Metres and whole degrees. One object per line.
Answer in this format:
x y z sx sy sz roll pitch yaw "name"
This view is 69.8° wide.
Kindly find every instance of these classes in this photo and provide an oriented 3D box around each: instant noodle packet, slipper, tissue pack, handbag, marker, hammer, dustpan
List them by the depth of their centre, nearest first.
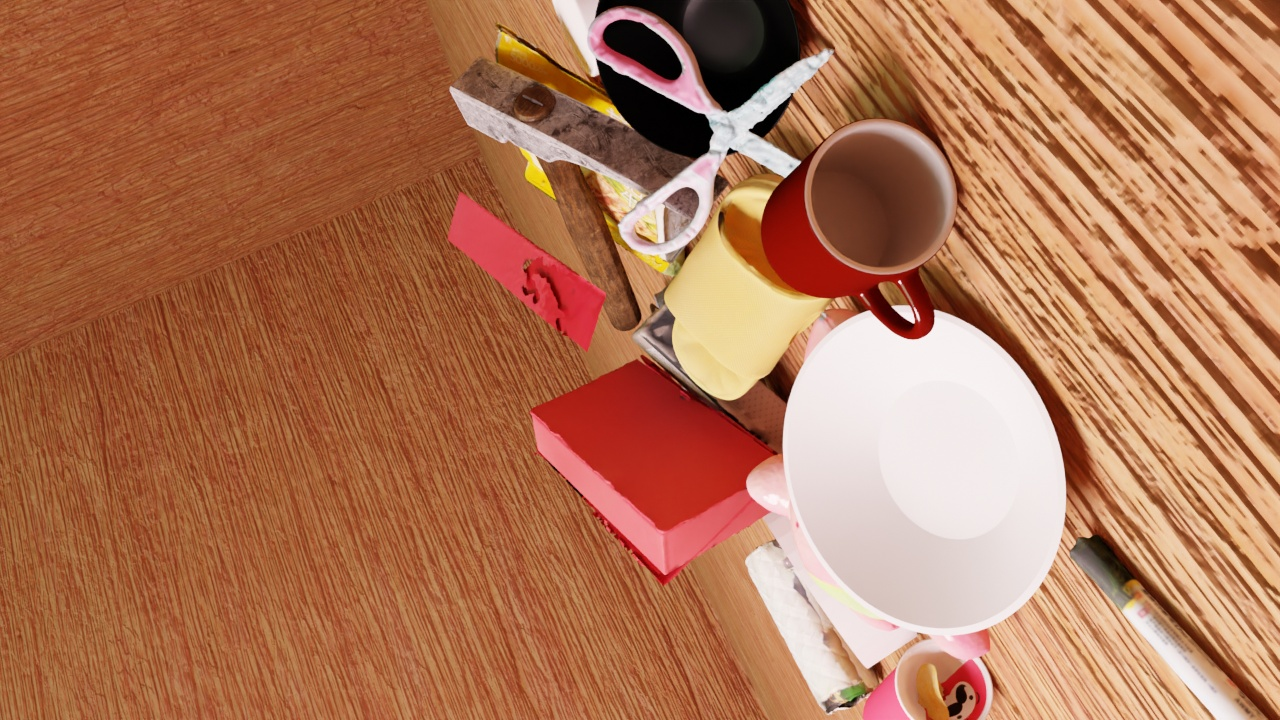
0.243 0.136 0.398 0.146 0.017 0.017 59 171 41 "marker"
0.063 -0.034 0.651 0.099 0.078 0.264 46 157 12 "slipper"
-0.030 -0.169 0.722 0.163 0.084 0.221 37 176 9 "instant noodle packet"
-0.013 -0.089 0.727 0.218 0.037 0.301 31 164 25 "hammer"
0.078 0.015 0.868 0.181 0.071 0.104 39 175 -3 "tissue pack"
0.173 0.178 0.878 0.191 0.053 0.257 54 -176 -16 "dustpan"
0.195 0.301 1.046 0.194 0.072 0.139 62 -178 25 "handbag"

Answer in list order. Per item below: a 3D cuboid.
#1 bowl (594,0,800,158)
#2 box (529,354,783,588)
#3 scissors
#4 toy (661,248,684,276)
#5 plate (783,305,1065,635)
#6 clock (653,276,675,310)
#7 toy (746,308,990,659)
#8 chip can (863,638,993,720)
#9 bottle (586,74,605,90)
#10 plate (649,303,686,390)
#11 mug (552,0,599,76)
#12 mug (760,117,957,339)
0.040 -0.186 0.533 0.052 0.124 0.124 -52 -52 -48 "bowl"
0.072 0.138 0.903 0.213 0.148 0.374 36 177 43 "box"
0.033 -0.125 0.532 0.170 0.013 0.176 31 126 5 "scissors"
0.008 -0.149 1.001 0.135 0.045 0.092 58 174 14 "toy"
0.154 0.057 0.497 0.174 0.036 0.174 10 103 51 "plate"
0.050 -0.045 1.007 0.148 0.056 0.103 68 -177 -58 "clock"
0.148 0.081 0.596 0.192 0.096 0.237 -3 104 55 "toy"
0.234 0.289 0.769 0.069 0.069 0.221 61 172 27 "chip can"
-0.008 -0.243 0.736 0.063 0.063 0.108 68 172 -22 "bottle"
0.053 0.009 1.143 0.178 0.012 0.178 58 -171 -15 "plate"
-0.013 -0.258 0.611 0.110 0.090 0.074 64 173 3 "mug"
0.112 -0.058 0.458 0.105 0.073 0.082 63 173 0 "mug"
